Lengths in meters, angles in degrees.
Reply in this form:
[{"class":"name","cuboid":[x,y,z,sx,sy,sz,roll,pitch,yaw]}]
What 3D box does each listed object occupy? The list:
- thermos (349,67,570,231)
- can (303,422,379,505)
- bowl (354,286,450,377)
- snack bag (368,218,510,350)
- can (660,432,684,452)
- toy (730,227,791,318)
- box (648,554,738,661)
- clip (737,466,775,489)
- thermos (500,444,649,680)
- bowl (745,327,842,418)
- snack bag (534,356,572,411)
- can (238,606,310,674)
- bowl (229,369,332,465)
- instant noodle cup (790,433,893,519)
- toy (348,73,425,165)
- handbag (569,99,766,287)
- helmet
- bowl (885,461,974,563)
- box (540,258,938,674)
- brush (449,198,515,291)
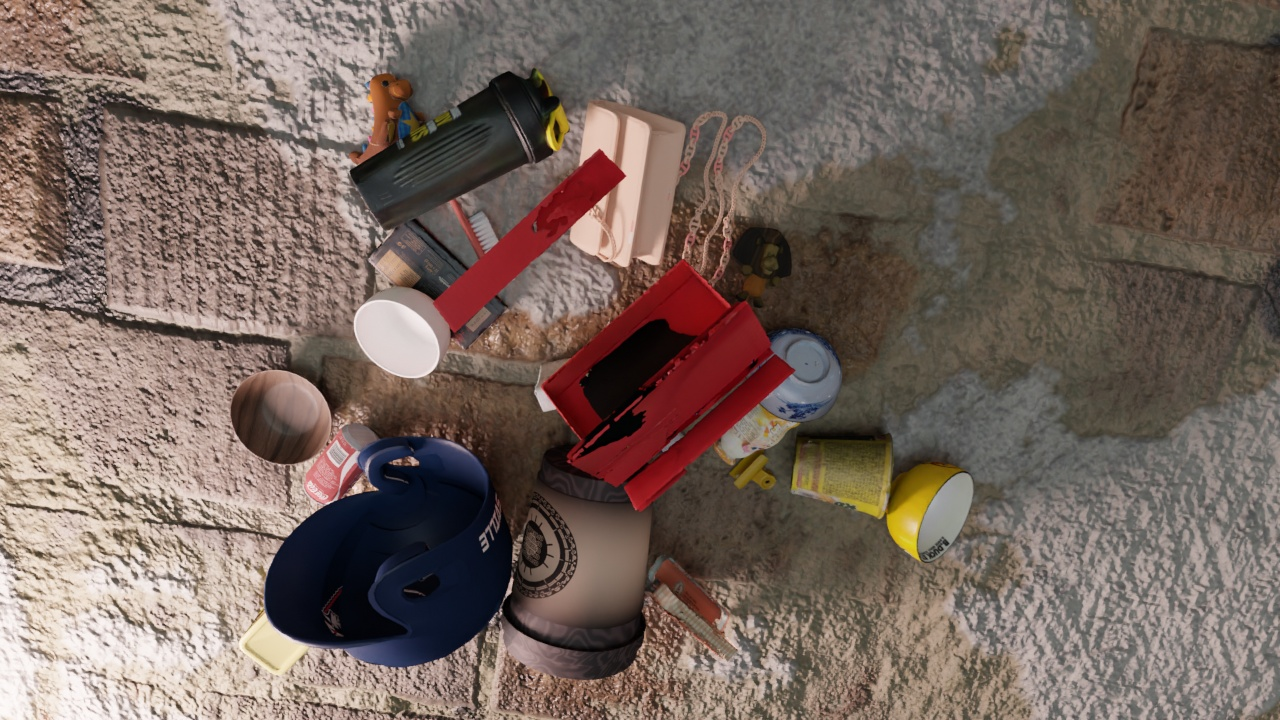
[{"class":"thermos","cuboid":[-0.182,-0.214,0.940,0.220,0.098,0.098,-30,105,-5]},{"class":"can","cuboid":[-0.355,0.125,1.091,0.054,0.054,0.097,38,104,-10]},{"class":"bowl","cuboid":[-0.261,-0.037,1.028,0.105,0.054,0.105,10,128,13]},{"class":"snack bag","cuboid":[-0.230,-0.087,1.040,0.075,0.018,0.155,-43,102,14]},{"class":"can","cuboid":[0.023,0.083,1.082,0.032,0.032,0.095,-41,102,12]},{"class":"toy","cuboid":[0.128,-0.095,1.005,0.076,0.063,0.100,18,89,-23]},{"class":"box","cuboid":[0.068,0.299,1.090,0.054,0.078,0.187,-13,141,25]},{"class":"clip","cuboid":[0.140,0.136,1.099,0.048,0.045,0.054,45,103,14]},{"class":"thermos","cuboid":[-0.065,0.225,1.065,0.172,0.172,0.226,9,101,-2]},{"class":"bowl","cuboid":[0.177,0.008,1.016,0.114,0.045,0.114,5,68,-13]},{"class":"snack bag","cuboid":[-0.006,0.006,1.035,0.225,0.077,0.041,-12,112,5]},{"class":"can","cuboid":[-0.411,0.300,1.121,0.075,0.104,0.135,43,103,-11]},{"class":"bowl","cuboid":[-0.419,0.063,1.084,0.119,0.032,0.119,0,108,1]},{"class":"instant noodle cup","cuboid":[0.232,0.128,1.064,0.108,0.102,0.102,7,108,8]},{"class":"toy","cuboid":[-0.280,-0.255,0.981,0.103,0.070,0.090,-11,95,28]},{"class":"handbag","cuboid":[0.018,-0.181,0.999,0.186,0.117,0.199,-10,120,-39]},{"class":"helmet","cuboid":[-0.277,0.234,1.025,0.272,0.232,0.223,-10,127,-14]},{"class":"bowl","cuboid":[0.330,0.170,1.075,0.117,0.068,0.117,-21,123,-37]},{"class":"box","cuboid":[0.072,0.079,0.854,0.211,0.409,0.107,-41,132,2]},{"class":"brush","cuboid":[-0.187,-0.158,1.010,0.030,0.041,0.172,-29,103,-9]}]
